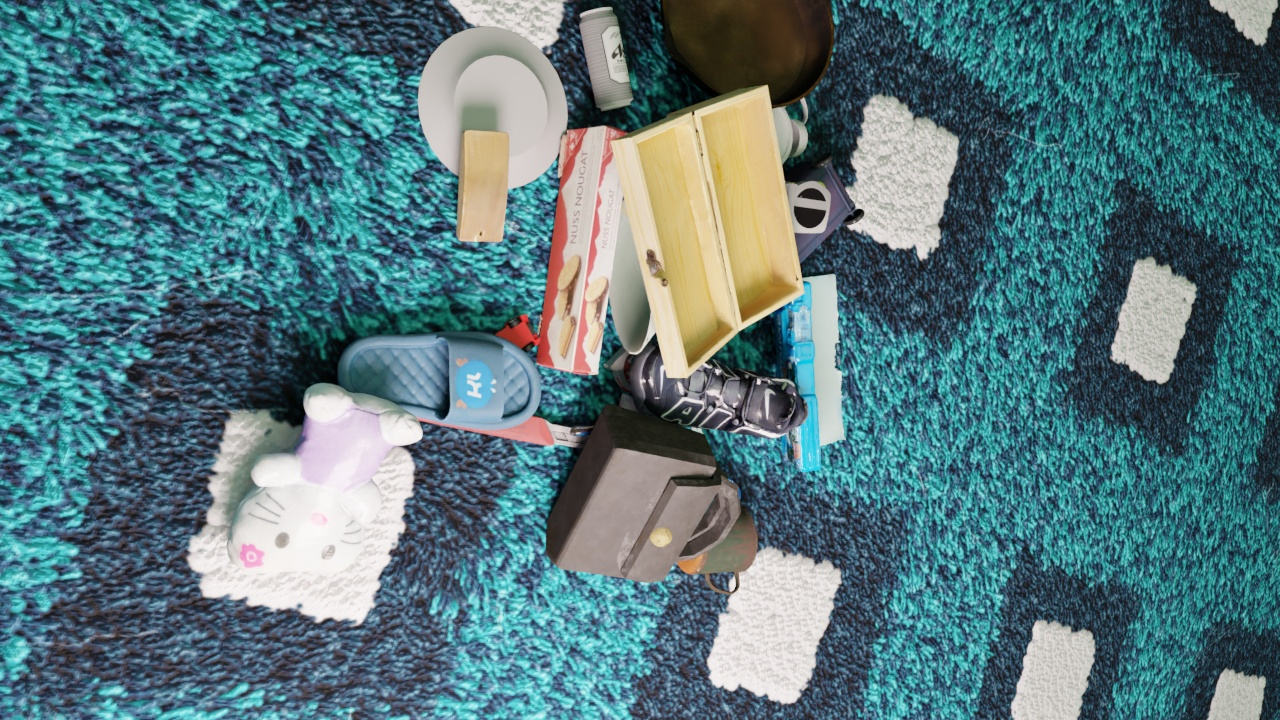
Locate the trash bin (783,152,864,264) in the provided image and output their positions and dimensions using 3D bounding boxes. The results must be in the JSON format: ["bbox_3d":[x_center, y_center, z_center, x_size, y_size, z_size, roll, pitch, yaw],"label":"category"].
[{"bbox_3d":[0.189,-0.175,1.163,0.160,0.092,0.094,-44,115,-17],"label":"trash bin"}]

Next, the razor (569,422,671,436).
[{"bbox_3d":[-0.012,0.079,1.062,0.141,0.044,0.018,1,86,-13],"label":"razor"}]

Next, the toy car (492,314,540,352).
[{"bbox_3d":[-0.157,-0.014,1.024,0.089,0.025,0.038,-35,108,-24],"label":"toy car"}]

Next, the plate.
[{"bbox_3d":[-0.154,-0.275,0.998,0.172,0.019,0.173,-4,98,-29],"label":"plate"}]

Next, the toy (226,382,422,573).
[{"bbox_3d":[-0.314,0.118,0.896,0.137,0.085,0.209,23,104,-34],"label":"toy"}]

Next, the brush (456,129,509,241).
[{"bbox_3d":[-0.170,-0.186,0.976,0.049,0.039,0.117,-3,114,-26],"label":"brush"}]

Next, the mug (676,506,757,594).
[{"bbox_3d":[0.093,0.240,1.157,0.081,0.085,0.111,2,71,-28],"label":"mug"}]

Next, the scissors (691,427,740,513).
[{"bbox_3d":[0.087,0.127,1.163,0.073,0.016,0.134,-3,69,-24],"label":"scissors"}]

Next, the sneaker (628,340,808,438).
[{"bbox_3d":[0.107,0.045,1.089,0.252,0.151,0.097,15,86,-43],"label":"sneaker"}]

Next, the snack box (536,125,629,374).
[{"bbox_3d":[-0.067,-0.124,1.033,0.044,0.077,0.273,6,94,-41],"label":"snack box"}]

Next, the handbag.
[{"bbox_3d":[0.019,0.174,1.050,0.199,0.102,0.198,13,120,-23],"label":"handbag"}]

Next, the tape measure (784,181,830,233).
[{"bbox_3d":[0.198,-0.186,1.107,0.065,0.017,0.064,2,99,-26],"label":"tape measure"}]

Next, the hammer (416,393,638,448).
[{"bbox_3d":[-0.138,0.077,1.044,0.315,0.036,0.126,14,91,-29],"label":"hammer"}]

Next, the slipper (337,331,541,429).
[{"bbox_3d":[-0.203,0.015,0.954,0.213,0.059,0.103,7,82,-24],"label":"slipper"}]

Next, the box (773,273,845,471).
[{"bbox_3d":[0.217,0.010,1.229,0.166,0.075,0.243,-23,110,-62],"label":"box"}]

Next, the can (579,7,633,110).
[{"bbox_3d":[-0.039,-0.341,1.041,0.043,0.044,0.107,-19,105,-27],"label":"can"}]

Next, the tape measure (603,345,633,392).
[{"bbox_3d":[-0.006,0.007,1.115,0.060,0.020,0.062,-46,116,-17],"label":"tape measure"}]

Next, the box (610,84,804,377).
[{"bbox_3d":[0.077,-0.145,0.986,0.256,0.076,0.247,-37,119,-48],"label":"box"}]

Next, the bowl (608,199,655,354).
[{"bbox_3d":[0.016,-0.095,1.024,0.067,0.174,0.174,-3,97,-16],"label":"bowl"}]

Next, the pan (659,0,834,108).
[{"bbox_3d":[0.091,-0.458,1.081,0.248,0.043,0.356,-31,95,-23],"label":"pan"}]

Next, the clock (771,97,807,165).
[{"bbox_3d":[0.149,-0.291,1.149,0.159,0.061,0.120,-45,112,-23],"label":"clock"}]
